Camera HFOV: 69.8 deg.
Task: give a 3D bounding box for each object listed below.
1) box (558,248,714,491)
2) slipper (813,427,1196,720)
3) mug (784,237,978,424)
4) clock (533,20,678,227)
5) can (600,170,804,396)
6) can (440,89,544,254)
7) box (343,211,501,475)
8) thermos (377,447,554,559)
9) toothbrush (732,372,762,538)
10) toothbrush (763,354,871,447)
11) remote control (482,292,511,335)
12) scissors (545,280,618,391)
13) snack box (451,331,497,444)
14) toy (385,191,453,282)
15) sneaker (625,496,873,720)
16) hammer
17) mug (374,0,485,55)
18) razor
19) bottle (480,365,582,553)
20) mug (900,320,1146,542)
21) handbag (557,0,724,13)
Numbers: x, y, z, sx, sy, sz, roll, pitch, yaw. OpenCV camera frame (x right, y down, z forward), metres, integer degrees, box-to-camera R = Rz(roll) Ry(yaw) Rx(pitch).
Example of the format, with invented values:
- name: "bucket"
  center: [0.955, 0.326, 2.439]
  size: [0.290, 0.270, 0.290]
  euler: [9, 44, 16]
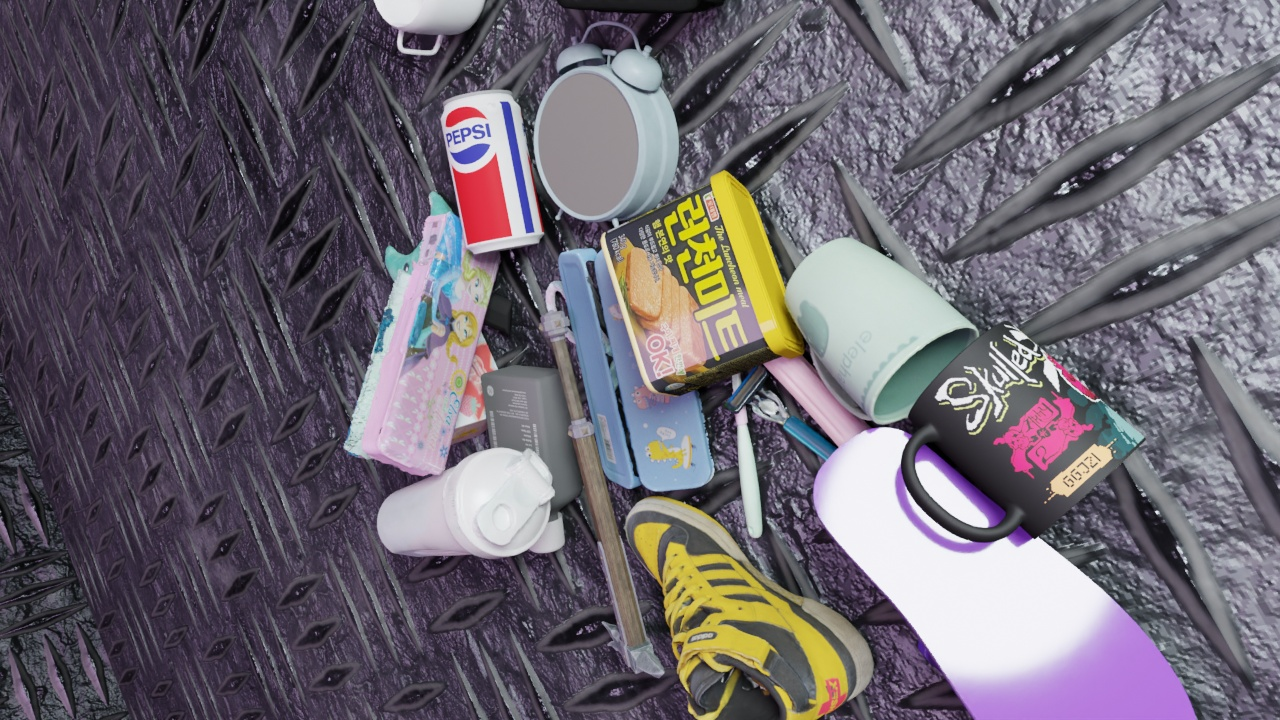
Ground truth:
- name: "box"
  center: [-0.011, 0.007, 0.751]
  size: [0.125, 0.043, 0.209]
  euler: [0, 108, 43]
- name: "slipper"
  center: [0.217, 0.160, 0.570]
  size: [0.107, 0.084, 0.266]
  euler: [-41, 70, -1]
- name: "mug"
  center: [0.145, -0.013, 0.595]
  size: [0.104, 0.084, 0.111]
  euler: [51, 151, 33]
- name: "clock"
  center: [-0.029, -0.184, 0.726]
  size: [0.123, 0.045, 0.159]
  euler: [22, 117, 36]
- name: "can"
  center: [0.042, -0.049, 0.646]
  size: [0.101, 0.072, 0.130]
  euler: [-22, 76, 20]
- name: "can"
  center: [-0.130, -0.164, 0.808]
  size: [0.070, 0.070, 0.132]
  euler: [-4, 99, 43]
- name: "box"
  center: [-0.197, -0.014, 0.827]
  size: [0.071, 0.084, 0.230]
  euler: [-2, 66, 32]
- name: "thermos"
  center: [-0.166, 0.136, 0.848]
  size: [0.221, 0.099, 0.099]
  euler: [-19, 88, 49]
- name: "toothbrush"
  center: [0.082, 0.065, 0.715]
  size: [0.022, 0.015, 0.155]
  euler: [3, 104, 44]
- name: "toothbrush"
  center: [0.089, -0.019, 0.677]
  size: [0.222, 0.026, 0.027]
  euler: [50, 151, 21]
- name: "remote control"
  center: [-0.176, -0.060, 0.917]
  size: [0.147, 0.015, 0.033]
  euler: [22, 116, 37]
- name: "scissors"
  center: [-0.023, -0.022, 0.790]
  size: [0.177, 0.013, 0.171]
  euler: [40, 129, 25]
- name: "snack box"
  center: [-0.194, 0.032, 0.906]
  size: [0.080, 0.094, 0.093]
  euler: [-33, 78, 42]
- name: "toy"
  center: [-0.219, -0.108, 0.921]
  size: [0.105, 0.033, 0.085]
  euler: [-39, 65, 27]
- name: "sneaker"
  center: [0.050, 0.198, 0.709]
  size: [0.239, 0.121, 0.086]
  euler: [30, 119, 33]
- name: "hammer"
  center: [-0.036, 0.111, 0.780]
  size: [0.147, 0.028, 0.317]
  euler: [180, 76, -73]
- name: "mug"
  center: [-0.189, -0.329, 0.816]
  size: [0.094, 0.067, 0.116]
  euler: [38, 125, 29]
- name: "razor"
  center: [0.128, 0.060, 0.669]
  size: [0.144, 0.022, 0.042]
  euler: [39, 90, 24]
- name: "bottle"
  center: [-0.099, 0.095, 0.869]
  size: [0.084, 0.046, 0.174]
  euler: [4, 105, 42]
- name: "mug"
  center: [0.207, 0.050, 0.529]
  size: [0.098, 0.118, 0.082]
  euler: [48, 167, 22]
- name: "handbag"
  center: [0.015, -0.318, 0.638]
  size: [0.125, 0.114, 0.154]
  euler: [13, 109, 15]
